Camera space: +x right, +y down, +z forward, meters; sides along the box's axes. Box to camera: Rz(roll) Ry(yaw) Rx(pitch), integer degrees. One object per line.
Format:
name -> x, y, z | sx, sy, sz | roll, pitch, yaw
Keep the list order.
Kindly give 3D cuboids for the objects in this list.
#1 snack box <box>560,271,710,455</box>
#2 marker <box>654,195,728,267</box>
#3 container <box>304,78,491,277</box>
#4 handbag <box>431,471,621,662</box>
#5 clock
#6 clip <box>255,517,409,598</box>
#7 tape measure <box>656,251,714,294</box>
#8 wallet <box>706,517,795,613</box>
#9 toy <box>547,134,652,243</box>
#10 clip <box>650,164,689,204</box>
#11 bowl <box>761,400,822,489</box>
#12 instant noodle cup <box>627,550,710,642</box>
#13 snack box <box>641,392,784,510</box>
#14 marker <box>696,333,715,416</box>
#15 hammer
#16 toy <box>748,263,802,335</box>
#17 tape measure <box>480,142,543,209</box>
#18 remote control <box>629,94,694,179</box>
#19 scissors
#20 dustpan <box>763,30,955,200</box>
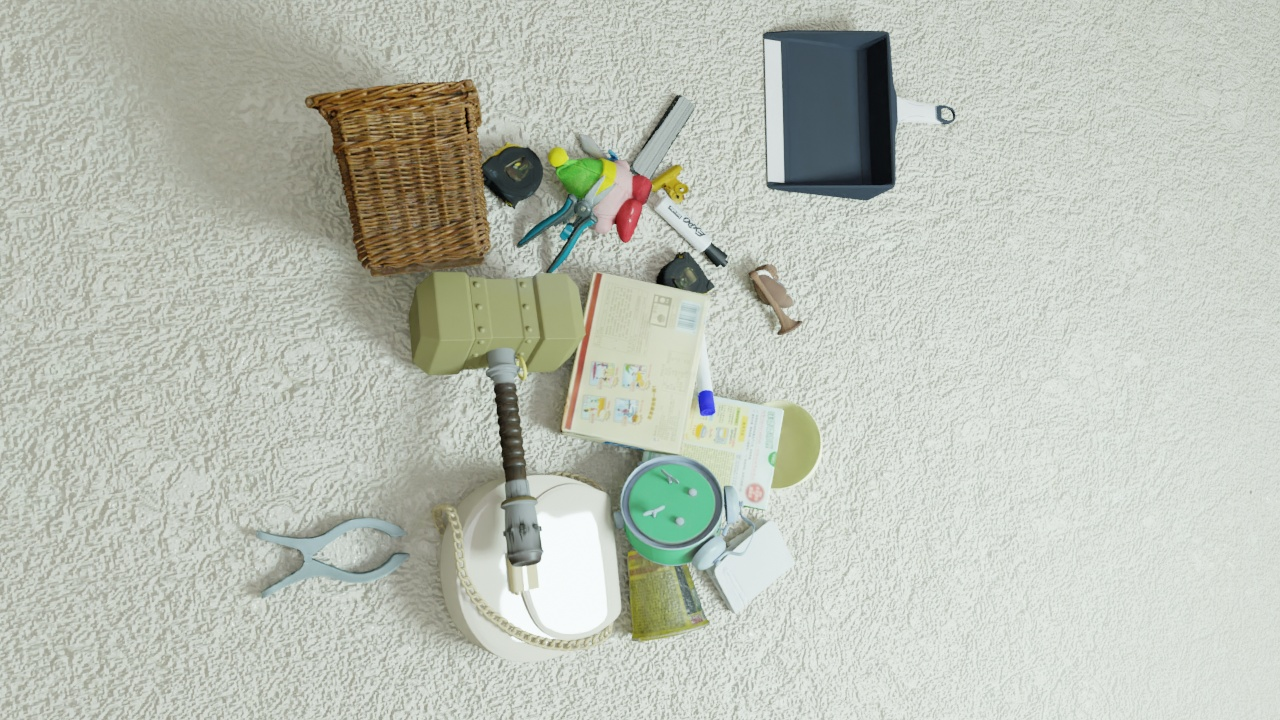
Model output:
snack box -> -0.007, 0.007, 1.153 | 0.153, 0.055, 0.207 | 12, 80, -4
marker -> 0.071, -0.172, 1.239 | 0.126, 0.025, 0.025 | 42, 71, -12
container -> -0.243, -0.189, 0.998 | 0.162, 0.250, 0.183 | -8, 98, -7
handbag -> -0.130, 0.240, 1.083 | 0.208, 0.104, 0.210 | -3, 85, -30
clock -> 0.056, 0.184, 1.095 | 0.162, 0.075, 0.121 | 19, 59, 15
clip -> -0.346, 0.201, 1.032 | 0.163, 0.028, 0.108 | -8, 85, -23
tape measure -> 0.055, -0.105, 1.218 | 0.062, 0.038, 0.067 | -38, 98, -21
wallet -> 0.144, 0.271, 1.217 | 0.116, 0.032, 0.086 | -32, 107, -24
toy -> -0.052, -0.229, 1.167 | 0.131, 0.097, 0.124 | 21, 69, 2
clip -> 0.046, -0.236, 1.234 | 0.052, 0.035, 0.046 | -38, 90, -22
bowl -> 0.192, 0.119, 1.222 | 0.074, 0.118, 0.118 | 32, 67, -60
instant noodle cup -> 0.026, 0.285, 1.137 | 0.102, 0.102, 0.108 | -7, 78, -22
snack box -> 0.090, 0.112, 1.180 | 0.168, 0.027, 0.131 | 11, 79, 5
marker -> 0.079, 0.007, 1.194 | 0.020, 0.020, 0.141 | 8, 55, -21
hammer -> -0.149, 0.068, 1.036 | 0.190, 0.101, 0.324 | -2, 68, -22
toy -> 0.183, -0.090, 1.264 | 0.102, 0.042, 0.054 | 53, 30, -18
tape measure -> -0.160, -0.234, 1.148 | 0.071, 0.042, 0.072 | 42, 69, -9
remote control -> 0.030, -0.302, 1.245 | 0.033, 0.013, 0.136 | 35, 74, -13
scissors -> -0.091, -0.167, 1.144 | 0.122, 0.019, 0.149 | 7, 114, 1
dustpan -> 0.320, -0.359, 1.329 | 0.272, 0.080, 0.236 | 2, 83, -21
